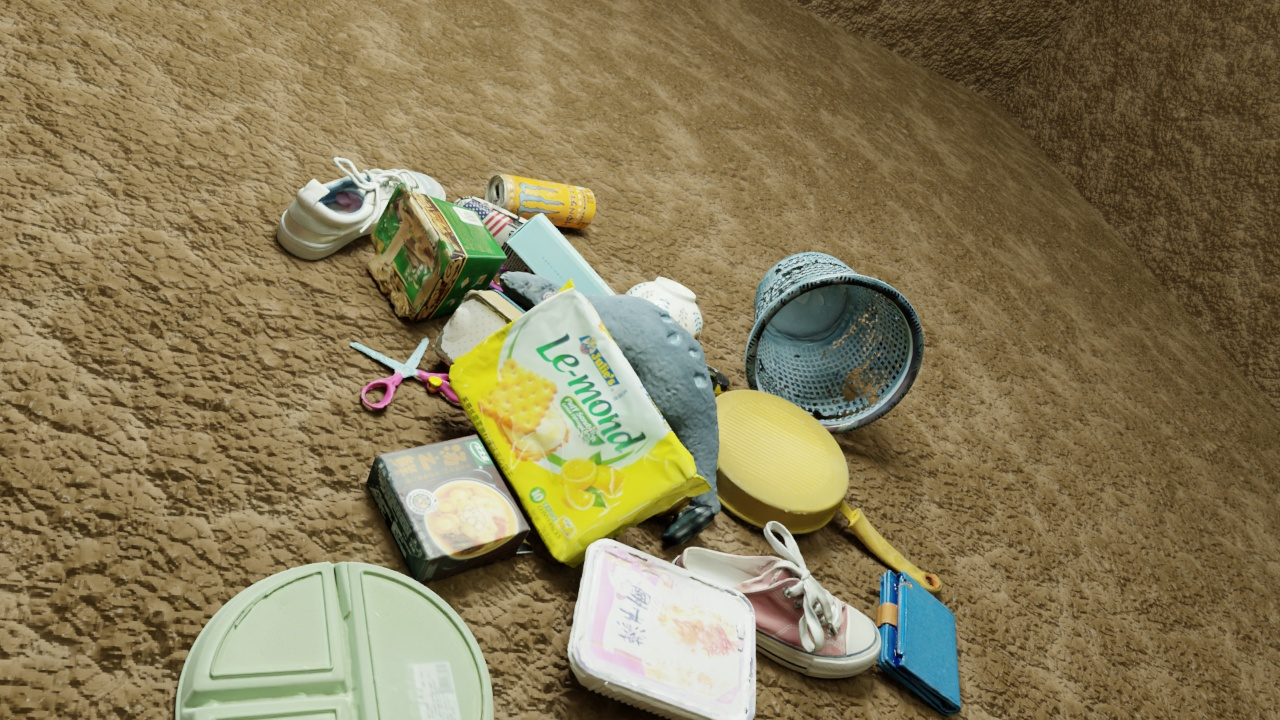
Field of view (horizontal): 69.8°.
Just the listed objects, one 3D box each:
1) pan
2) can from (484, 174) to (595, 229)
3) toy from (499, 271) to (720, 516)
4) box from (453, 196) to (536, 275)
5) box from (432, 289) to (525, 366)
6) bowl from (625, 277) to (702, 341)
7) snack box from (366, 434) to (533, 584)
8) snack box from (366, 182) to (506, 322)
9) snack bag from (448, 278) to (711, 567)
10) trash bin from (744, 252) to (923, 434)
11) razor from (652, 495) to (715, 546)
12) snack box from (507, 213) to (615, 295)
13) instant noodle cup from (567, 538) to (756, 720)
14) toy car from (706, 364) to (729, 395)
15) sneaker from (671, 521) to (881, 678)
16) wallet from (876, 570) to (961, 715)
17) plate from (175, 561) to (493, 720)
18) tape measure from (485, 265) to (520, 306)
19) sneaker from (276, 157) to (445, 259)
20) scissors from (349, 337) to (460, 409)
[{"bbox_3d":[0.216,0.166,1.090,0.357,0.078,0.197,29,38,3],"label":"pan"},{"bbox_3d":[-0.134,-0.215,1.244,0.145,0.058,0.058,2,46,-38],"label":"can"},{"bbox_3d":[-0.006,0.006,1.010,0.356,0.138,0.091,45,-4,5],"label":"toy"},{"bbox_3d":[-0.162,-0.150,1.143,0.164,0.072,0.060,27,11,-15],"label":"box"},{"bbox_3d":[-0.120,0.008,0.955,0.184,0.090,0.062,40,12,3],"label":"box"},{"bbox_3d":[0.033,-0.068,1.174,0.113,0.062,0.113,25,15,-7],"label":"bowl"},{"bbox_3d":[-0.164,0.130,0.824,0.125,0.053,0.113,-11,55,-39],"label":"snack box"},{"bbox_3d":[-0.219,-0.117,1.013,0.105,0.118,0.118,-8,55,-50],"label":"snack box"},{"bbox_3d":[-0.064,0.061,0.875,0.246,0.158,0.068,57,5,12],"label":"snack bag"},{"bbox_3d":[0.241,-0.044,1.238,0.226,0.227,0.194,25,23,-13],"label":"trash bin"},{"bbox_3d":[-0.003,0.133,0.951,0.167,0.062,0.067,31,66,4],"label":"razor"},{"bbox_3d":[-0.081,-0.095,1.087,0.175,0.051,0.074,48,5,-9],"label":"snack box"},{"bbox_3d":[0.014,0.250,0.808,0.173,0.061,0.137,23,40,-12],"label":"instant noodle cup"},{"bbox_3d":[0.038,0.009,1.124,0.155,0.041,0.071,20,14,-17],"label":"toy car"},{"bbox_3d":[0.146,0.238,0.908,0.241,0.088,0.118,25,36,-12],"label":"sneaker"},{"bbox_3d":[0.304,0.305,1.001,0.106,0.040,0.132,38,34,-10],"label":"wallet"},{"bbox_3d":[-0.211,0.242,0.668,0.230,0.028,0.229,22,38,-18],"label":"plate"},{"bbox_3d":[-0.165,-0.084,1.080,0.057,0.039,0.057,-7,52,-44],"label":"tape measure"},{"bbox_3d":[-0.306,-0.193,1.051,0.089,0.091,0.241,41,35,8],"label":"sneaker"},{"bbox_3d":[-0.235,0.015,0.929,0.133,0.017,0.133,27,36,-3],"label":"scissors"}]
